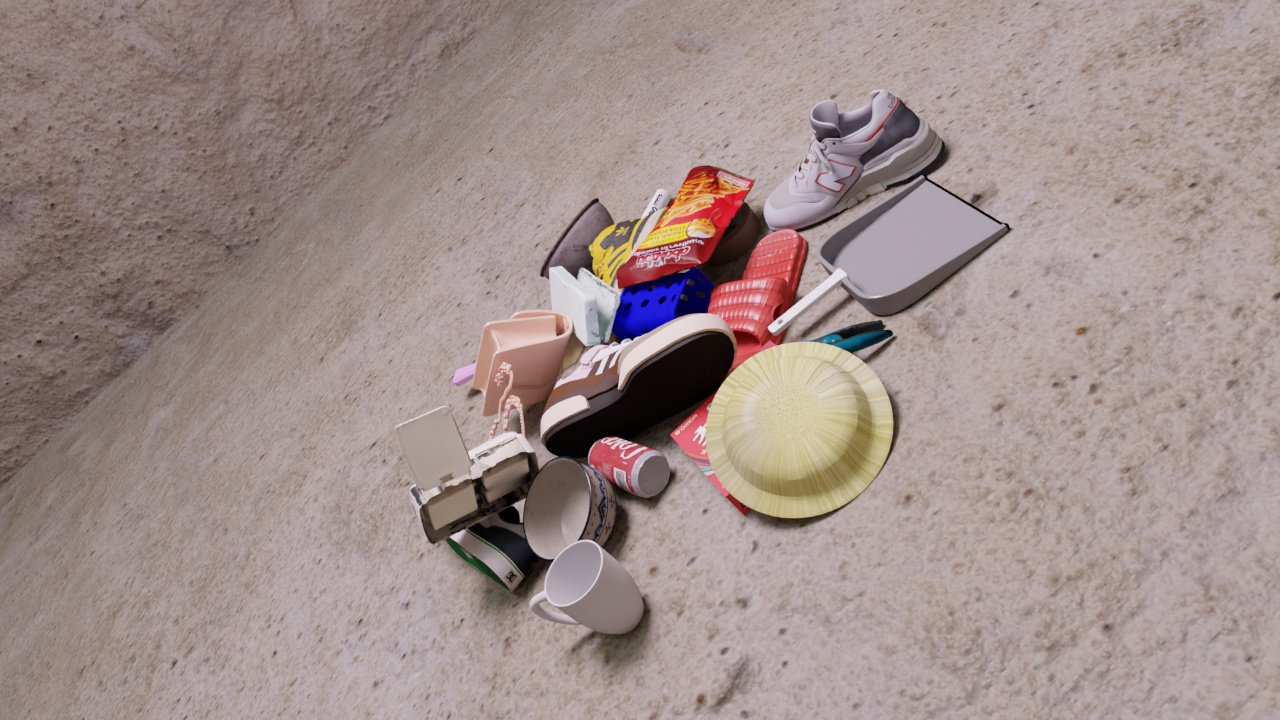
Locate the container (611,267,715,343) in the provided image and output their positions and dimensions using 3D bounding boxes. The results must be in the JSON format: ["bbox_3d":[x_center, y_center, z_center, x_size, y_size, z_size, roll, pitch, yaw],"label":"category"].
[{"bbox_3d":[0.034,-0.056,1.156,0.114,0.084,0.084,-6,49,44],"label":"container"}]

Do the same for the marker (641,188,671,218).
[{"bbox_3d":[0.011,-0.209,1.400,0.025,0.025,0.125,-1,52,46],"label":"marker"}]

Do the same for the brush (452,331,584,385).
[{"bbox_3d":[-0.182,-0.002,1.356,0.229,0.043,0.089,-22,39,29],"label":"brush"}]

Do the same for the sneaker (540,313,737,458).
[{"bbox_3d":[-0.006,0.006,1.074,0.295,0.111,0.116,-37,46,38],"label":"sneaker"}]

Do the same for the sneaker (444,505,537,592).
[{"bbox_3d":[-0.199,0.200,1.126,0.079,0.084,0.236,-46,37,-21],"label":"sneaker"}]

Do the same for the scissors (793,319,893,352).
[{"bbox_3d":[0.193,-0.011,0.952,0.135,0.019,0.129,7,35,37],"label":"scissors"}]

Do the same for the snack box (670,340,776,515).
[{"bbox_3d":[0.124,0.067,0.969,0.152,0.036,0.132,-44,33,0],"label":"snack box"}]

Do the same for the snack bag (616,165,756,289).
[{"bbox_3d":[0.063,-0.166,1.183,0.139,0.067,0.207,-2,43,38],"label":"snack bag"}]

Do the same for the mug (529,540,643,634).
[{"bbox_3d":[-0.054,0.240,0.916,0.107,0.089,0.071,-28,36,22],"label":"mug"}]

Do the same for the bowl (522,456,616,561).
[{"bbox_3d":[-0.072,0.169,1.024,0.116,0.059,0.115,-20,61,41],"label":"bowl"}]

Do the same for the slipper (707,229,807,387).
[{"bbox_3d":[0.131,-0.076,1.099,0.104,0.059,0.248,-5,48,44],"label":"slipper"}]

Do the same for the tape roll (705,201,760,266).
[{"bbox_3d":[0.115,-0.173,1.245,0.094,0.030,0.093,-28,37,23],"label":"tape roll"}]

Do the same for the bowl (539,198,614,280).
[{"bbox_3d":[-0.082,-0.166,1.383,0.145,0.067,0.145,-53,0,-1],"label":"bowl"}]

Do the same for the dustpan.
[{"bbox_3d":[0.253,-0.105,1.024,0.258,0.033,0.163,-39,34,7],"label":"dustpan"}]

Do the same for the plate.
[{"bbox_3d":[0.147,0.058,0.889,0.185,0.036,0.184,-9,62,18],"label":"plate"}]

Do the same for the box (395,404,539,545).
[{"bbox_3d":[-0.192,0.106,1.009,0.143,0.182,0.081,-25,57,-22],"label":"box"}]

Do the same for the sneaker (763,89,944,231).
[{"bbox_3d":[0.235,-0.254,1.124,0.240,0.124,0.088,-21,39,30],"label":"sneaker"}]

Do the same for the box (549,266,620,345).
[{"bbox_3d":[-0.080,-0.074,1.211,0.086,0.072,0.199,-62,23,5],"label":"box"}]

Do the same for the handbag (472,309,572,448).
[{"bbox_3d":[-0.137,0.055,1.194,0.187,0.116,0.199,66,152,28],"label":"handbag"}]

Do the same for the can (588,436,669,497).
[{"bbox_3d":[-0.015,0.119,1.040,0.097,0.054,0.054,12,62,51],"label":"can"}]

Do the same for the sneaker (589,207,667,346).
[{"bbox_3d":[-0.027,-0.111,1.275,0.122,0.086,0.237,-5,47,40],"label":"sneaker"}]
